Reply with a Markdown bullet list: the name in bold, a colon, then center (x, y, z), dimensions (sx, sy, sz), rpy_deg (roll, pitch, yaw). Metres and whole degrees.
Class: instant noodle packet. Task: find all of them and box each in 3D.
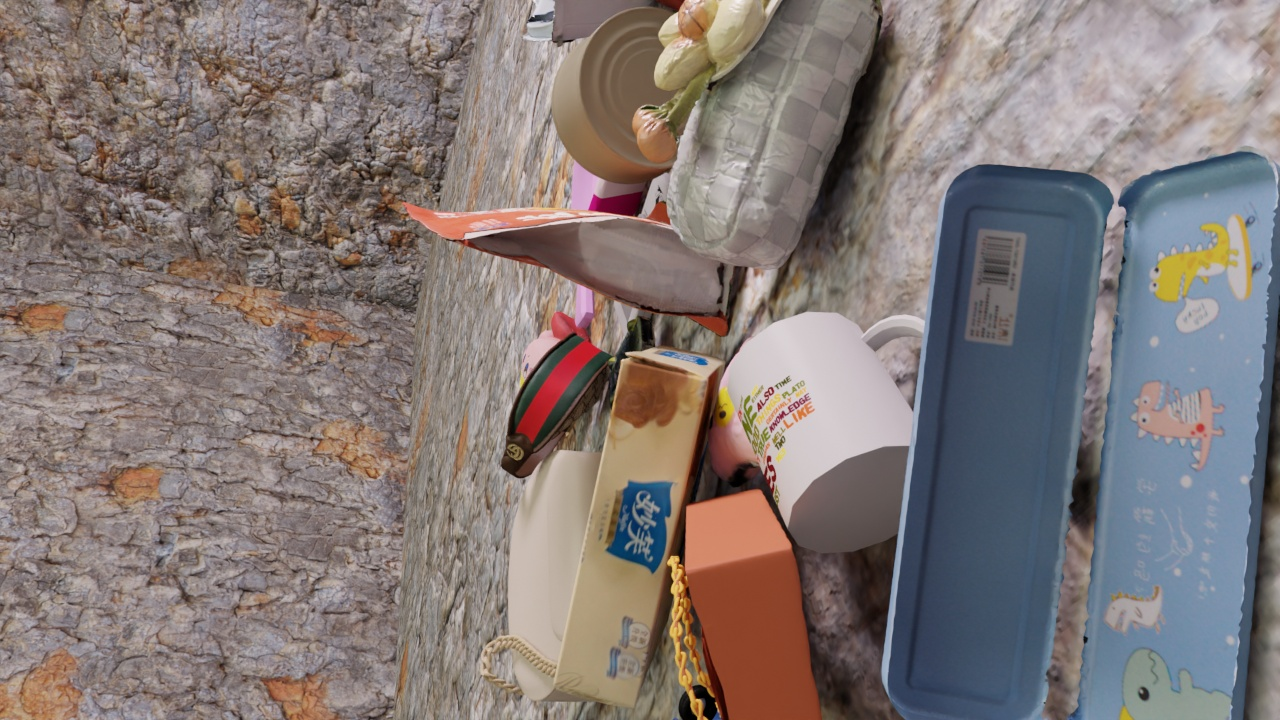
- **instant noodle packet**: center (-0.057, -0.085, 0.685), dimensions (0.164, 0.220, 0.084), rpy_deg (-142, 60, -61)

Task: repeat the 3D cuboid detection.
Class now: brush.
- **brush**: center (-0.043, -0.139, 0.966), dimensions (0.089, 0.043, 0.228), rpy_deg (133, 141, -60)

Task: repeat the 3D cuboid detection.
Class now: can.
- **can**: center (-0.001, -0.212, 0.743), dimensions (0.073, 0.127, 0.128), rpy_deg (-172, 90, -70)

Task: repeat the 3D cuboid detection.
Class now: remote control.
- **remote control**: center (0.006, -0.095, 0.842), dimensions (0.074, 0.019, 0.151), rpy_deg (-109, 32, -53)

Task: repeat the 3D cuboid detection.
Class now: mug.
- **mug**: center (0.102, 0.025, 0.435), dimensions (0.105, 0.073, 0.089), rpy_deg (-37, 43, 17)

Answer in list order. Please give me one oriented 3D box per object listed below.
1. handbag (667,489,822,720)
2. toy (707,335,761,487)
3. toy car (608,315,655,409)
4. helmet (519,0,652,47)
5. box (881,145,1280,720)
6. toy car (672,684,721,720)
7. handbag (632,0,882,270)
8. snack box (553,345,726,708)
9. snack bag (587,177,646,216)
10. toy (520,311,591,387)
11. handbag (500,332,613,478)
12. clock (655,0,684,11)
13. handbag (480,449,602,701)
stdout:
- **handbag**: center (0.048, 0.133, 0.451), dimensions (0.172, 0.060, 0.109), rpy_deg (0, -103, -87)
- **toy**: center (0.072, 0.027, 0.546), dimensions (0.103, 0.050, 0.093), rpy_deg (155, 119, -68)
- **toy car**: center (-0.005, 0.005, 0.810), dimensions (0.106, 0.033, 0.048), rpy_deg (117, 156, -54)
- **helmet**: center (-0.039, -0.430, 0.884), dimensions (0.263, 0.163, 0.237), rpy_deg (-107, 16, -47)
- **box**: center (0.152, 0.035, 0.320), dimensions (0.121, 0.049, 0.209), rpy_deg (5, 87, 37)
- **toy car**: center (0.018, 0.238, 0.507), dimensions (0.056, 0.153, 0.055), rpy_deg (15, 136, 62)
- **handbag**: center (0.058, -0.145, 0.546), dimensions (0.112, 0.123, 0.171), rpy_deg (36, 111, 63)
- **snack box**: center (0.005, 0.097, 0.606), dimensions (0.153, 0.055, 0.207), rpy_deg (-22, -56, -79)
- **snack bag**: center (-0.006, -0.207, 0.860), dimensions (0.016, 0.070, 0.197), rpy_deg (40, 129, 26)
- **toy**: center (-0.093, 0.032, 1.022), dimensions (0.132, 0.096, 0.124), rpy_deg (-51, 38, 25)
- **handbag**: center (-0.082, 0.047, 0.883), dimensions (0.139, 0.063, 0.166), rpy_deg (-59, -4, 21)
- **clock**: center (0.026, -0.351, 0.733), dimensions (0.072, 0.120, 0.157), rpy_deg (-54, 40, 40)
- **handbag**: center (-0.065, 0.187, 0.808), dimensions (0.209, 0.103, 0.210), rpy_deg (129, 143, -51)
